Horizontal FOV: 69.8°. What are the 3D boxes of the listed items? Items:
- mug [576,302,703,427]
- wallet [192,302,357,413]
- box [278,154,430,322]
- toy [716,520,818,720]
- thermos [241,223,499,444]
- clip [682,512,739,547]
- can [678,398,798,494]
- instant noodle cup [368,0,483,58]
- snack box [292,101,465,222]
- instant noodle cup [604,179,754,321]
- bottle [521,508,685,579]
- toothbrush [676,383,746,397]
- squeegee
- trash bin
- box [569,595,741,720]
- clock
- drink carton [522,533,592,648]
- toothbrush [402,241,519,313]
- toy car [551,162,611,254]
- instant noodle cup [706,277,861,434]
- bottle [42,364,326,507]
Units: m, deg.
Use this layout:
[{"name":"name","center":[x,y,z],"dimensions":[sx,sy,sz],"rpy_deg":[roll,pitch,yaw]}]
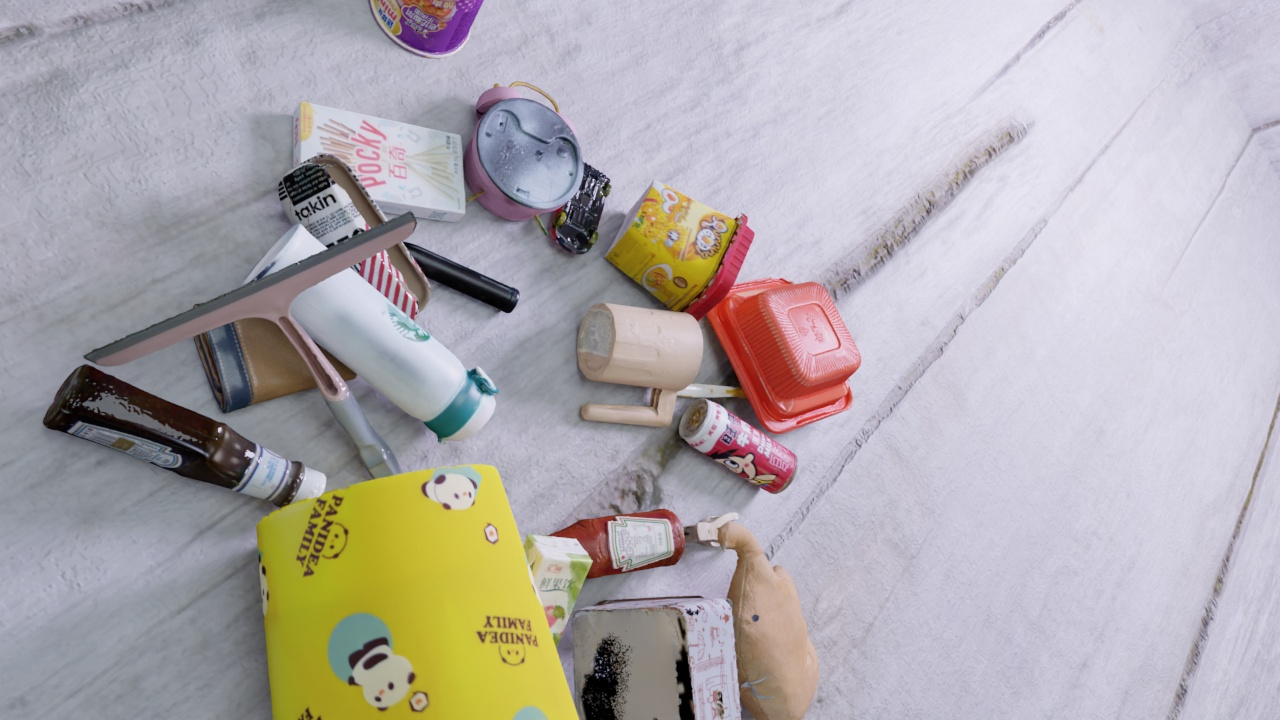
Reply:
[{"name":"mug","center":[-0.006,0.005,0.942],"dimensions":[0.103,0.084,0.125],"rpy_deg":[7,99,-32]},{"name":"wallet","center":[-0.302,-0.013,0.762],"dimensions":[0.115,0.033,0.090],"rpy_deg":[-17,89,-38]},{"name":"box","center":[-0.248,-0.103,0.806],"dimensions":[0.163,0.075,0.080],"rpy_deg":[56,26,-21]},{"name":"toy","center":[0.121,0.265,0.901],"dimensions":[0.143,0.083,0.226],"rpy_deg":[-71,147,-55]},{"name":"thermos","center":[-0.216,-0.016,0.769],"dimensions":[0.224,0.073,0.073],"rpy_deg":[43,56,-27]},{"name":"clip","center":[0.070,0.180,0.961],"dimensions":[0.097,0.062,0.034],"rpy_deg":[2,76,-45]},{"name":"can","center":[0.107,0.094,1.000],"dimensions":[0.132,0.053,0.053],"rpy_deg":[33,60,-23]},{"name":"instant noodle cup","center":[-0.199,-0.371,0.898],"dimensions":[0.111,0.099,0.111],"rpy_deg":[10,71,-31]},{"name":"snack box","center":[-0.242,-0.182,0.857],"dimensions":[0.156,0.027,0.084],"rpy_deg":[4,74,-35]},{"name":"instant noodle cup","center":[0.039,-0.120,0.988],"dimensions":[0.123,0.116,0.116],"rpy_deg":[31,60,-11]},{"name":"bottle","center":[-0.057,0.178,0.860],"dimensions":[0.205,0.060,0.059],"rpy_deg":[-2,77,-29]},{"name":"toothbrush","center":[0.109,0.037,1.045],"dimensions":[0.191,0.018,0.016],"rpy_deg":[3,71,-32]},{"name":"squeegee","center":[-0.246,0.026,0.732],"dimensions":[0.247,0.040,0.250],"rpy_deg":[-25,128,-5]},{"name":"trash bin","center":[-0.165,0.224,0.675],"dimensions":[0.229,0.230,0.255],"rpy_deg":[-7,75,-36]},{"name":"box","center":[0.036,0.310,0.845],"dimensions":[0.192,0.157,0.183],"rpy_deg":[11,72,-53]},{"name":"clock","center":[-0.119,-0.215,0.932],"dimensions":[0.117,0.060,0.158],"rpy_deg":[20,67,-28]},{"name":"drink carton","center":[-0.091,0.212,0.798],"dimensions":[0.053,0.045,0.123],"rpy_deg":[13,106,-32]},{"name":"toothbrush","center":[-0.211,-0.097,0.854],"dimensions":[0.212,0.026,0.027],"rpy_deg":[24,29,-25]},{"name":"toy car","center":[-0.065,-0.160,0.970],"dimensions":[0.049,0.031,0.106],"rpy_deg":[25,62,-26]},{"name":"instant noodle cup","center":[0.175,-0.021,1.057],"dimensions":[0.164,0.079,0.188],"rpy_deg":[-16,73,-40]},{"name":"bottle","center":[-0.332,0.066,0.687],"dimensions":[0.194,0.080,0.044],"rpy_deg":[31,57,-32]}]
